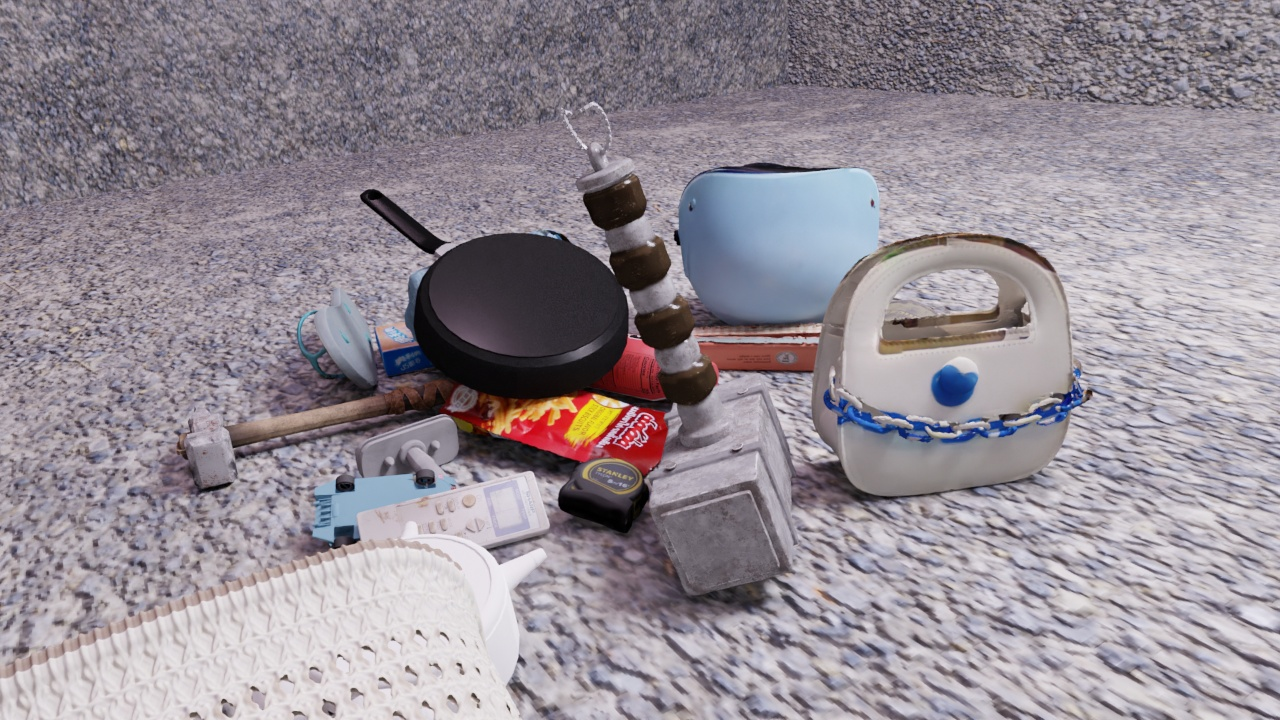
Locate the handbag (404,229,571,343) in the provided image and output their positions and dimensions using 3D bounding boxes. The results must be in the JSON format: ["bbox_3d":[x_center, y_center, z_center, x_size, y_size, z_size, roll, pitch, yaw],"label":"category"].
[{"bbox_3d":[-0.150,-0.061,0.985,0.191,0.122,0.118,-22,63,-32],"label":"handbag"}]

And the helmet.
[{"bbox_3d":[0.147,-0.113,1.015,0.225,0.166,0.265,3,-6,6],"label":"helmet"}]

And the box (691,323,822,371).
[{"bbox_3d":[0.131,-0.017,0.960,0.187,0.056,0.059,1,-18,12],"label":"box"}]

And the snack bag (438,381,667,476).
[{"bbox_3d":[-0.066,0.058,0.838,0.208,0.067,0.138,16,23,23],"label":"snack bag"}]

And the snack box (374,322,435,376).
[{"bbox_3d":[-0.228,-0.025,1.073,0.151,0.034,0.087,-12,24,-17],"label":"snack box"}]

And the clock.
[{"bbox_3d":[-0.137,0.170,0.544,0.125,0.073,0.160,6,32,25],"label":"clock"}]

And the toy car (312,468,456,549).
[{"bbox_3d":[-0.195,0.117,0.708,0.107,0.028,0.060,-4,57,-9],"label":"toy car"}]

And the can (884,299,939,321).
[{"bbox_3d":[0.233,-0.002,0.844,0.090,0.090,0.074,10,26,32],"label":"can"}]

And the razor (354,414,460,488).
[{"bbox_3d":[-0.173,0.096,0.763,0.088,0.047,0.116,-19,34,-31],"label":"razor"}]

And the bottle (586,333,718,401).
[{"bbox_3d":[-0.005,0.005,0.914,0.177,0.062,0.062,10,27,33],"label":"bottle"}]

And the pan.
[{"bbox_3d":[-0.165,-0.092,0.899,0.356,0.044,0.203,38,50,25],"label":"pan"}]

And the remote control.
[{"bbox_3d":[-0.139,0.122,0.687,0.135,0.011,0.050,-12,60,-17],"label":"remote control"}]

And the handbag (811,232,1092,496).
[{"bbox_3d":[0.232,0.004,0.692,0.200,0.200,0.093,-9,26,-3],"label":"handbag"}]

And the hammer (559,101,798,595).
[{"bbox_3d":[0.020,-0.019,0.625,0.080,0.326,0.176,-18,19,15],"label":"hammer"}]

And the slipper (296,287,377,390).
[{"bbox_3d":[-0.339,-0.018,1.032,0.054,0.098,0.269,-33,18,-4],"label":"slipper"}]

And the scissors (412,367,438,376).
[{"bbox_3d":[-0.167,-0.001,1.008,0.142,0.014,0.174,-5,7,44],"label":"scissors"}]

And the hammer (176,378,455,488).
[{"bbox_3d":[-0.278,0.049,0.894,0.318,0.049,0.121,-12,21,-21],"label":"hammer"}]

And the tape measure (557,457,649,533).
[{"bbox_3d":[-0.026,0.104,0.713,0.062,0.034,0.061,18,33,20],"label":"tape measure"}]

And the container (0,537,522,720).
[{"bbox_3d":[-0.151,0.190,0.350,0.245,0.185,0.143,-18,36,-28],"label":"container"}]
